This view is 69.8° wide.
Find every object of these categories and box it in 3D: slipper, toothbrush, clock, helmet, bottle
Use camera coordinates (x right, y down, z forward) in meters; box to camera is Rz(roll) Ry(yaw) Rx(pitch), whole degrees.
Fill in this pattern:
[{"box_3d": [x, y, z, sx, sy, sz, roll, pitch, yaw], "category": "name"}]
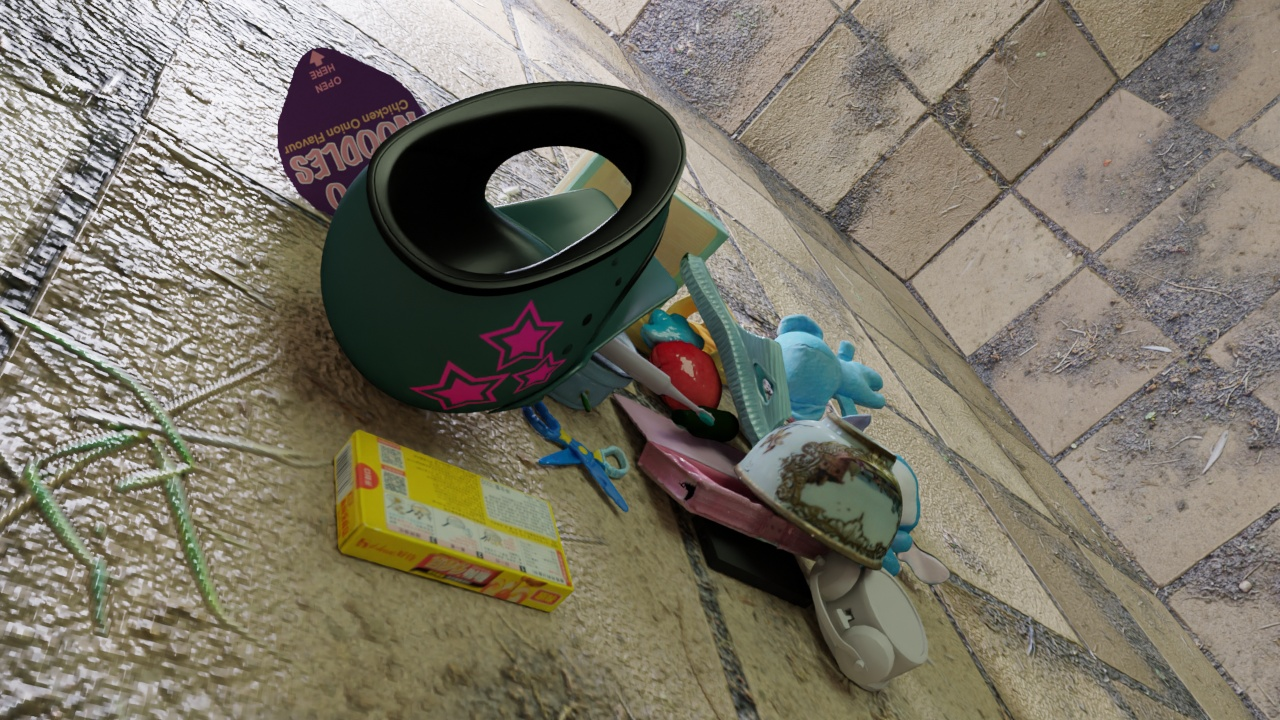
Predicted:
[{"box_3d": [0.117, -0.002, 0.986, 0.116, 0.069, 0.276, 49, 18, -72], "category": "slipper"}, {"box_3d": [-0.005, 0.005, 0.782, 0.188, 0.018, 0.019, 36, 30, -24], "category": "toothbrush"}, {"box_3d": [0.196, 0.233, 0.820, 0.159, 0.061, 0.119, 26, 37, -42], "category": "clock"}, {"box_3d": [-0.083, -0.069, 0.637, 0.274, 0.201, 0.176, -29, 74, -28], "category": "helmet"}, {"box_3d": [0.061, 0.060, 0.895, 0.033, 0.033, 0.122, 53, 15, 23], "category": "bottle"}, {"box_3d": [-0.055, -0.016, 0.835, 0.118, 0.060, 0.161, 44, 20, -2], "category": "clock"}, {"box_3d": [0.076, -0.034, 1.099, 0.263, 0.079, 0.099, 15, 36, -50], "category": "slipper"}]

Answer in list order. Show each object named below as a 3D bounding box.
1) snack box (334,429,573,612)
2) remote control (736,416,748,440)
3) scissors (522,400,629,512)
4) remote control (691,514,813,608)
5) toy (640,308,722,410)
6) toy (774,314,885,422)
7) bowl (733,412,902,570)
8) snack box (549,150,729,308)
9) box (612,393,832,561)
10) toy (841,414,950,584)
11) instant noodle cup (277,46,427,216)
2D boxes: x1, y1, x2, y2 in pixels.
[{"box_3d": [-0.110, 0.099, 0.553, 0.152, 0.025, 0.075, 29, 25, -37], "category": "snack box"}, {"box_3d": [0.159, 0.113, 1.048, 0.133, 0.022, 0.050, 49, 21, 14], "category": "remote control"}, {"box_3d": [-0.050, 0.075, 0.741, 0.125, 0.013, 0.126, 50, 23, 18], "category": "scissors"}, {"box_3d": [0.102, 0.179, 0.822, 0.133, 0.013, 0.058, 30, 24, -33], "category": "remote control"}, {"box_3d": [0.041, 0.002, 0.970, 0.092, 0.062, 0.132, 25, 38, -48], "category": "toy"}, {"box_3d": [0.252, 0.026, 1.283, 0.180, 0.115, 0.183, 19, 50, -15], "category": "toy"}, {"box_3d": [0.177, 0.105, 0.836, 0.160, 0.094, 0.160, 33, 6, -4], "category": "bowl"}, {"box_3d": [-0.014, -0.148, 1.054, 0.193, 0.142, 0.044, 31, 24, -32], "category": "snack box"}, {"box_3d": [0.084, 0.119, 0.877, 0.232, 0.040, 0.179, 28, 9, -37], "category": "box"}, {"box_3d": [0.271, 0.174, 1.048, 0.224, 0.099, 0.191, 64, 25, 0], "category": "toy"}, {"box_3d": [-0.228, -0.193, 0.780, 0.121, 0.122, 0.137, -90, 159, -75], "category": "instant noodle cup"}]
